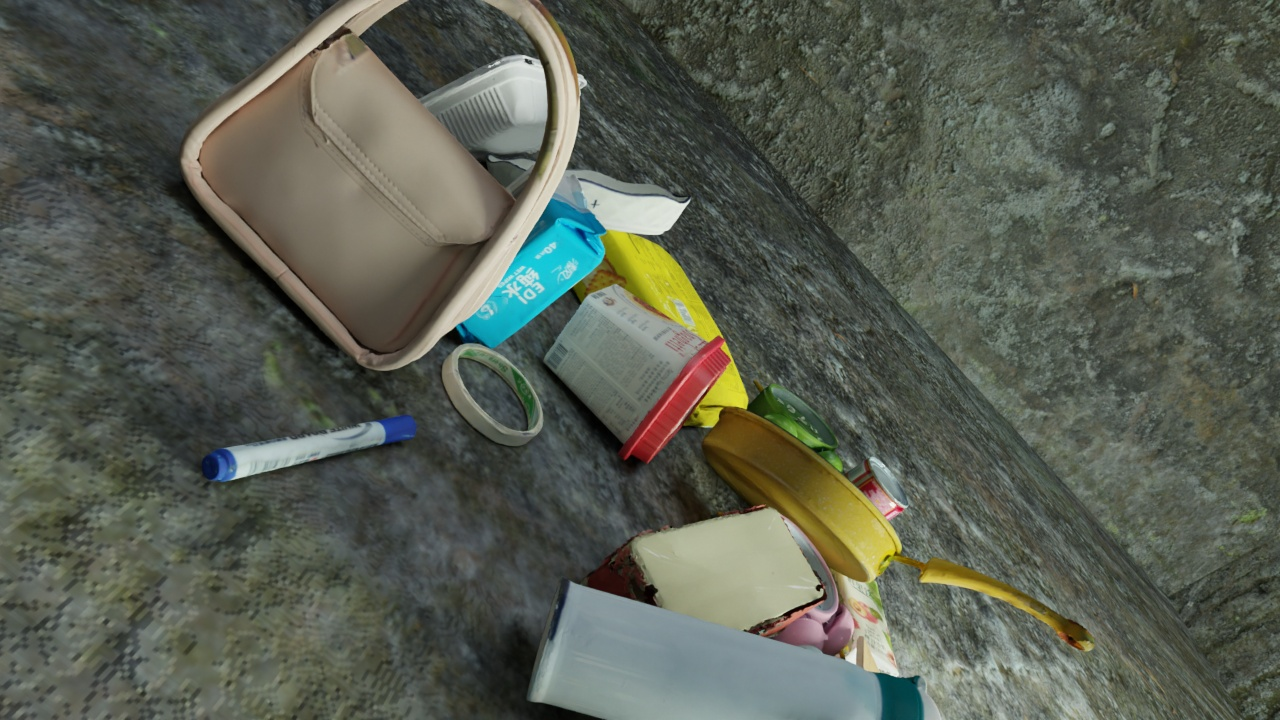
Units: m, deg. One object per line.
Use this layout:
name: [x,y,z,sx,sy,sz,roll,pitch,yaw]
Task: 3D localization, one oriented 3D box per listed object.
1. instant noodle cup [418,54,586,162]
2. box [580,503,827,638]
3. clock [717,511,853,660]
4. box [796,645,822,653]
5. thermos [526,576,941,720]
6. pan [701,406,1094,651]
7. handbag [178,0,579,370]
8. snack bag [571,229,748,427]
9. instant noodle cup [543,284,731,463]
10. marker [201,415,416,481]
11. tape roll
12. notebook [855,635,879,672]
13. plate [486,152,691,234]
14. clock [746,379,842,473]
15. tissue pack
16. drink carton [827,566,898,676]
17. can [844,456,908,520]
instant noodle cup: [-0.134,-0.247,0.933,0.173,0.138,0.060,-27,98,-68]
box: [0.051,0.151,0.627,0.168,0.077,0.091,-2,53,-47]
clock: [0.118,0.196,0.754,0.117,0.060,0.158,15,41,-54]
box: [0.089,0.261,0.537,0.095,0.098,0.201,39,24,-22]
thermos: [0.053,0.185,0.505,0.224,0.073,0.073,17,27,-3]
pan: [0.209,0.152,0.791,0.357,0.078,0.198,37,-11,20]
handbag: [-0.139,-0.128,0.557,0.193,0.235,0.093,45,24,-9]
snack bag: [0.019,-0.038,0.947,0.157,0.068,0.246,11,44,-57]
instant noodle cup: [-0.005,0.005,0.782,0.124,0.117,0.116,39,21,6]
marker: [-0.174,0.046,0.500,0.017,0.017,0.145,54,22,12]
tape roll: [-0.107,0.024,0.669,0.086,0.014,0.085,40,23,-22]
notebook: [0.204,0.326,0.673,0.211,0.012,0.149,66,14,1]
plate: [-0.055,-0.167,0.925,0.205,0.045,0.204,12,14,-3]
clock: [0.163,0.086,1.003,0.116,0.056,0.161,35,19,-15]
tissue pack: [-0.093,-0.079,0.704,0.063,0.140,0.090,41,16,-41]
drink carton: [0.193,0.242,0.839,0.053,0.046,0.122,32,24,-13]
can: [0.232,0.156,0.993,0.066,0.094,0.066,41,23,-21]
